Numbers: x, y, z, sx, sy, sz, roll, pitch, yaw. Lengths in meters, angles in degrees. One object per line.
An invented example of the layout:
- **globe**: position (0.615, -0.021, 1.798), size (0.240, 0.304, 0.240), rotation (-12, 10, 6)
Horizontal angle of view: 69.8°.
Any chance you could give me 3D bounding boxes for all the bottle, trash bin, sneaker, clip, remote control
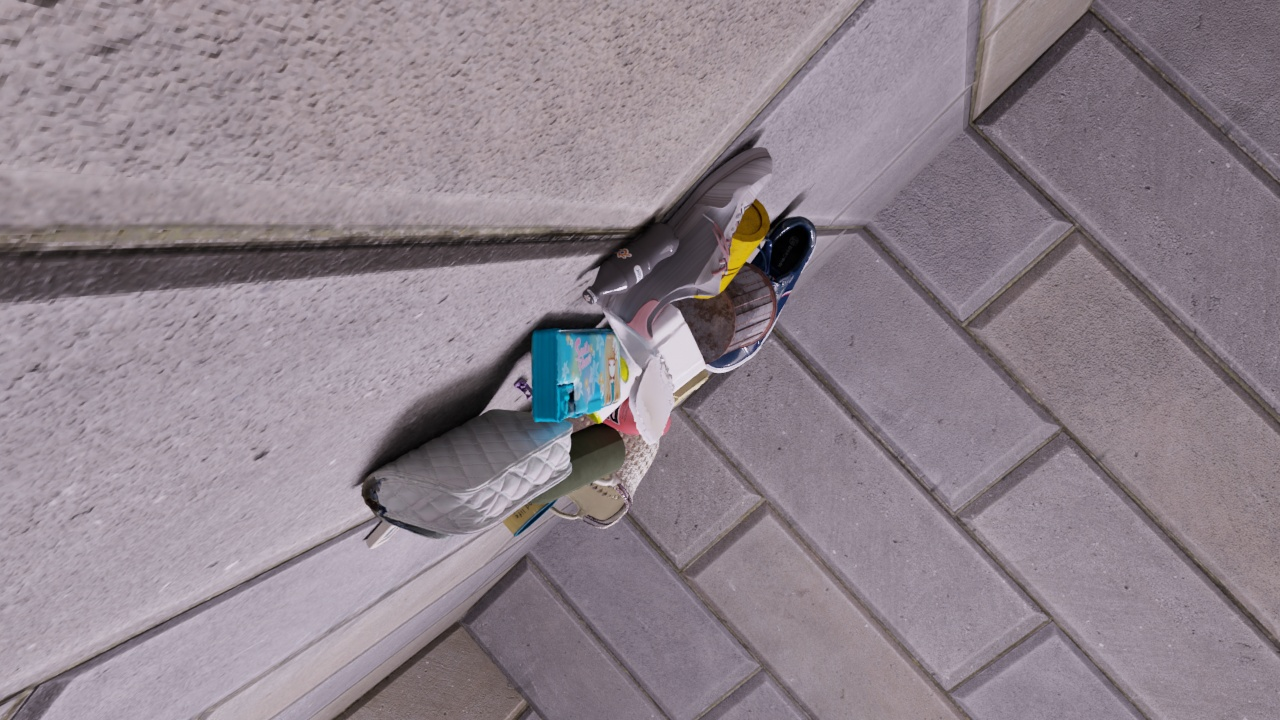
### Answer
- **bottle**: position (-0.111, 0.142, 1.192), size (0.206, 0.071, 0.072), rotation (-20, 158, -44)
- **trash bin**: position (0.105, -0.069, 1.274), size (0.131, 0.131, 0.210), rotation (-46, 171, 23)
- **bottle**: position (-0.011, -0.092, 0.882), size (0.109, 0.036, 0.036), rotation (-40, 172, -20)
- **sneaker**: position (0.065, -0.113, 0.952), size (0.236, 0.089, 0.099), rotation (-44, 173, 7)
- **bottle**: position (-0.024, 0.061, 1.219), size (0.062, 0.062, 0.177), rotation (-40, -148, -20)
- **sneaker**: position (0.186, -0.109, 1.467), size (0.294, 0.120, 0.127), rotation (-56, 180, 2)
- **clip**: position (-0.128, 0.035, 1.040), size (0.013, 0.033, 0.051), rotation (-43, 173, -3)
- **bottle**: position (0.086, -0.125, 1.086), size (0.070, 0.071, 0.164), rotation (-39, 172, -30)
- **remote control**: position (-0.280, 0.180, 1.086), size (0.126, 0.018, 0.038), rotation (-45, 172, 21)

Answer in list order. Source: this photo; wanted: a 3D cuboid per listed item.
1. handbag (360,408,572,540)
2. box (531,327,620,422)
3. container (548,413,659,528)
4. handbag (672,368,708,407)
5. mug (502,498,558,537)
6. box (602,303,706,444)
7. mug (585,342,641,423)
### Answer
- **handbag**: position (-0.163, 0.111, 0.917), size (0.194, 0.139, 0.072), rotation (-28, 121, -57)
- **box**: position (-0.065, 0.011, 0.996), size (0.039, 0.094, 0.226), rotation (0, -178, 13)
- **container**: position (-0.077, 0.150, 1.412), size (0.143, 0.185, 0.252), rotation (-52, 179, -26)
- **handbag**: position (0.025, 0.012, 1.364), size (0.111, 0.119, 0.081), rotation (-39, 171, -1)
- **mug**: position (-0.167, 0.170, 1.286), size (0.113, 0.107, 0.083), rotation (-39, 170, -26)
- **box**: position (0.020, 0.000, 1.016), size (0.101, 0.189, 0.111), rotation (-27, 133, 5)
- **mug**: position (-0.042, 0.015, 1.158), size (0.106, 0.082, 0.083), rotation (-43, 173, -12)
